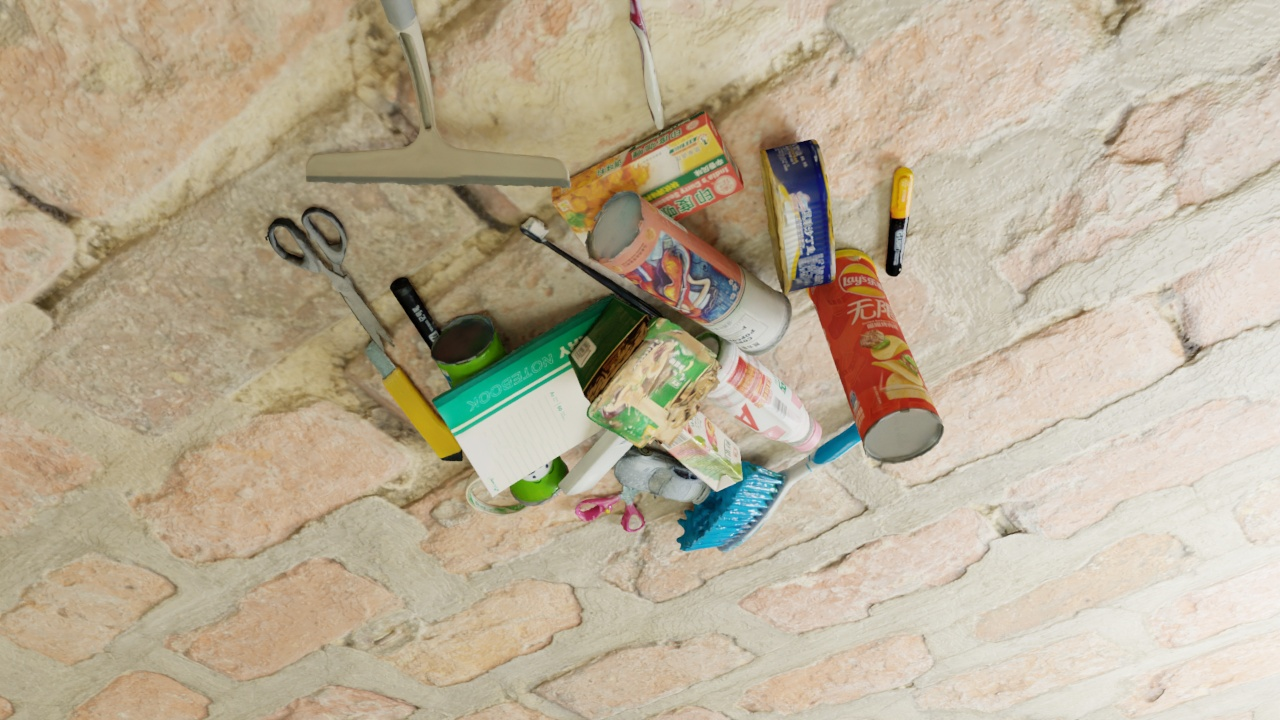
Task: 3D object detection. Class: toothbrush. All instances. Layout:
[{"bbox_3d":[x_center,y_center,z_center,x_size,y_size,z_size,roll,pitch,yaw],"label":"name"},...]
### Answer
[{"bbox_3d":[-0.042,-0.085,0.892,0.181,0.015,0.018,34,114,-29],"label":"toothbrush"},{"bbox_3d":[-0.005,-0.264,0.724,0.017,0.016,0.188,-5,134,12],"label":"toothbrush"}]

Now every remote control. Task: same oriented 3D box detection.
[{"bbox_3d":[-0.036,0.099,1.018,0.135,0.019,0.056,-49,159,24],"label":"remote control"}]

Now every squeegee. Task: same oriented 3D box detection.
[{"bbox_3d":[-0.185,-0.253,0.708,0.247,0.039,0.247,4,130,16],"label":"squeegee"}]

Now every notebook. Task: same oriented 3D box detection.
[{"bbox_3d":[-0.093,0.038,0.947,0.209,0.012,0.150,-31,132,-11],"label":"notebook"}]

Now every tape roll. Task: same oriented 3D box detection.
[{"bbox_3d":[-0.170,0.160,1.119,0.086,0.013,0.086,-2,133,-2],"label":"tape roll"}]

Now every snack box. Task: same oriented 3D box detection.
[{"bbox_3d":[-0.005,0.005,0.899,0.118,0.105,0.117,-51,131,5],"label":"snack box"},{"bbox_3d":[0.006,-0.154,0.821,0.156,0.027,0.077,-23,132,18],"label":"snack box"}]

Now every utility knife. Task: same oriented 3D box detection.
[{"bbox_3d":[-0.246,0.047,1.005,0.033,0.015,0.197,-21,130,6],"label":"utility knife"}]

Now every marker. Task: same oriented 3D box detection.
[{"bbox_3d":[0.245,-0.128,0.870,0.018,0.015,0.124,-3,136,5],"label":"marker"},{"bbox_3d":[-0.216,-0.031,0.931,0.022,0.020,0.132,9,142,29],"label":"marker"}]

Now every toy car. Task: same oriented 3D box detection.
[{"bbox_3d":[0.027,0.138,1.092,0.120,0.036,0.054,18,123,-16],"label":"toy car"}]

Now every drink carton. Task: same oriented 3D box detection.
[{"bbox_3d":[0.065,0.096,1.045,0.046,0.053,0.122,-30,128,25],"label":"drink carton"}]

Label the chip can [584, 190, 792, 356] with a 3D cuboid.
[{"bbox_3d":[0.049,-0.076,0.843,0.071,0.071,0.214,-37,135,27],"label":"chip can"}]

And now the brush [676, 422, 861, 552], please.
[{"bbox_3d":[0.167,0.136,1.096,0.109,0.060,0.315,18,128,-27],"label":"brush"}]

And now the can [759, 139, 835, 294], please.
[{"bbox_3d":[0.142,-0.127,0.824,0.049,0.074,0.148,-12,133,4],"label":"can"}]

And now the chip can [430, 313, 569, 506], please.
[{"bbox_3d":[-0.147,0.058,0.985,0.072,0.072,0.236,-13,133,8],"label":"chip can"}]

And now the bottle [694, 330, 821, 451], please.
[{"bbox_3d":[0.126,0.040,0.991,0.068,0.068,0.197,-34,131,26],"label":"bottle"}]

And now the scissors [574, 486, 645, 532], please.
[{"bbox_3d":[-0.015,0.175,1.144,0.133,0.017,0.124,-31,125,19],"label":"scissors"}]

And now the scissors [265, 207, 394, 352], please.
[{"bbox_3d":[-0.280,-0.076,0.884,0.173,0.014,0.141,27,125,-24],"label":"scissors"}]

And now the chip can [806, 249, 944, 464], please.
[{"bbox_3d":[0.210,-0.008,0.843,0.073,0.216,0.073,-4,136,-4],"label":"chip can"}]
